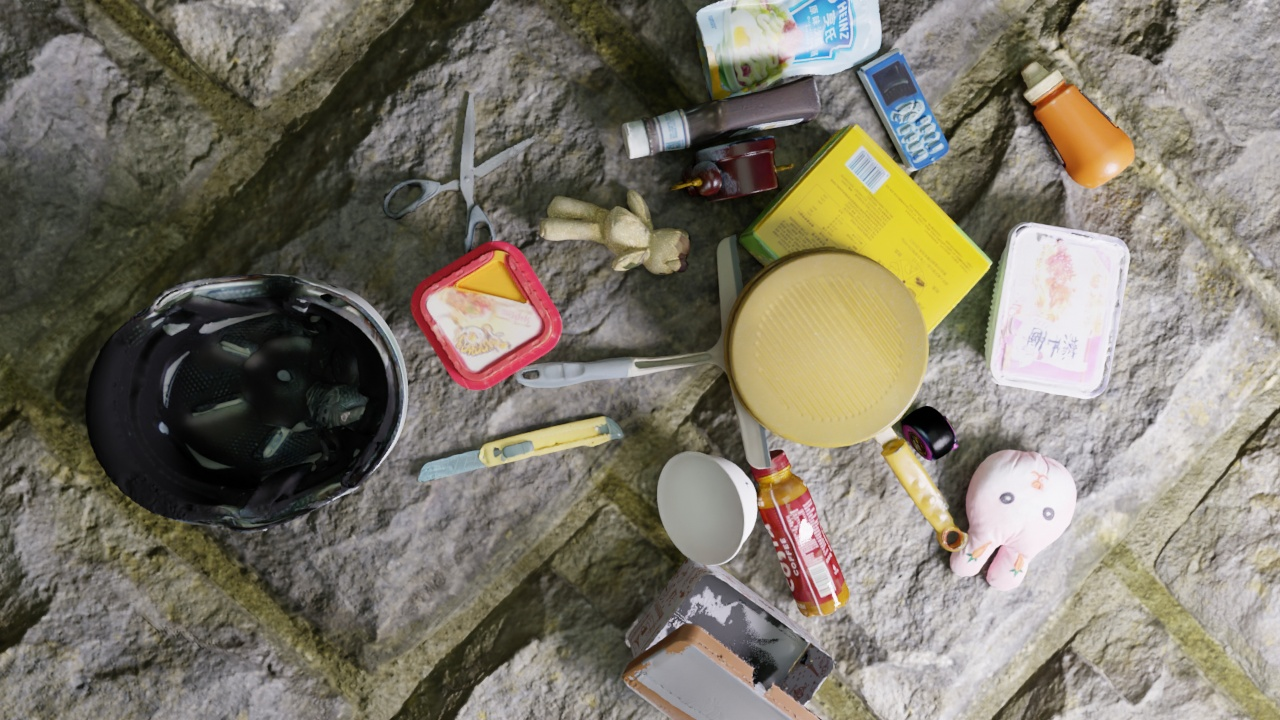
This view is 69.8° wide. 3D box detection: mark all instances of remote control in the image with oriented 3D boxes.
[{"bbox_3d":[0.279,-0.265,0.975,0.049,0.024,0.125,-29,97,-4],"label":"remote control"}]

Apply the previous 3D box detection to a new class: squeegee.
[{"bbox_3d":[-0.006,0.006,0.949,0.246,0.039,0.246,-7,80,-5],"label":"squeegee"}]

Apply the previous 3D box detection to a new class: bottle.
[{"bbox_3d":[0.459,-0.257,0.980,0.066,0.067,0.149,-38,89,-4],"label":"bottle"},{"bbox_3d":[0.079,-0.242,0.926,0.195,0.080,0.044,-14,96,-4],"label":"bottle"},{"bbox_3d":[0.165,0.180,0.968,0.057,0.057,0.175,-22,95,-5],"label":"bottle"}]

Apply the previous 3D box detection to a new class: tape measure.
[{"bbox_3d":[0.310,0.077,0.980,0.039,0.058,0.057,-33,93,-5],"label":"tape measure"}]

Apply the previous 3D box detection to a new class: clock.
[{"bbox_3d":[0.087,-0.191,0.929,0.122,0.082,0.055,-14,100,-8],"label":"clock"}]

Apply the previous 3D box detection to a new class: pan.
[{"bbox_3d":[0.228,0.052,0.915,0.198,0.078,0.357,-35,91,6],"label":"pan"}]

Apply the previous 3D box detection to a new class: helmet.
[{"bbox_3d":[-0.341,0.029,0.855,0.274,0.156,0.230,-16,96,5],"label":"helmet"}]

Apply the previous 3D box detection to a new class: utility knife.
[{"bbox_3d":[-0.125,0.092,0.956,0.216,0.022,0.031,-13,88,-1],"label":"utility knife"}]

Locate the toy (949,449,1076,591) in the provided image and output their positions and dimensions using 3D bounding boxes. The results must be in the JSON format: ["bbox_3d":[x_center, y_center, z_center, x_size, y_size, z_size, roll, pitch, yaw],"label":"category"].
[{"bbox_3d":[0.405,0.175,1.000,0.121,0.054,0.159,19,99,-7],"label":"toy"}]

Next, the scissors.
[{"bbox_3d":[-0.182,-0.184,0.935,0.159,0.014,0.179,-1,91,-8],"label":"scissors"}]

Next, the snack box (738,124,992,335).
[{"bbox_3d":[0.231,-0.113,0.954,0.210,0.070,0.157,43,88,-7],"label":"snack box"}]

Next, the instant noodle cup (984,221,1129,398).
[{"bbox_3d":[0.437,-0.053,0.986,0.138,0.060,0.173,9,93,-7],"label":"instant noodle cup"}]

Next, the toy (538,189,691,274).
[{"bbox_3d":[-0.025,-0.126,0.935,0.157,0.066,0.104,15,49,-3],"label":"toy"}]

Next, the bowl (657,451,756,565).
[{"bbox_3d":[0.081,0.145,0.946,0.064,0.118,0.118,-12,95,-43],"label":"bowl"}]

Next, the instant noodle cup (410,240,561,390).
[{"bbox_3d":[-0.147,-0.043,0.888,0.116,0.124,0.116,-32,96,-5],"label":"instant noodle cup"}]

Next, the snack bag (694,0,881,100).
[{"bbox_3d":[0.154,-0.333,0.935,0.191,0.038,0.110,-18,121,-2],"label":"snack bag"}]

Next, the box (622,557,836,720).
[{"bbox_3d":[0.089,0.313,0.908,0.182,0.174,0.152,37,87,-7],"label":"box"}]
